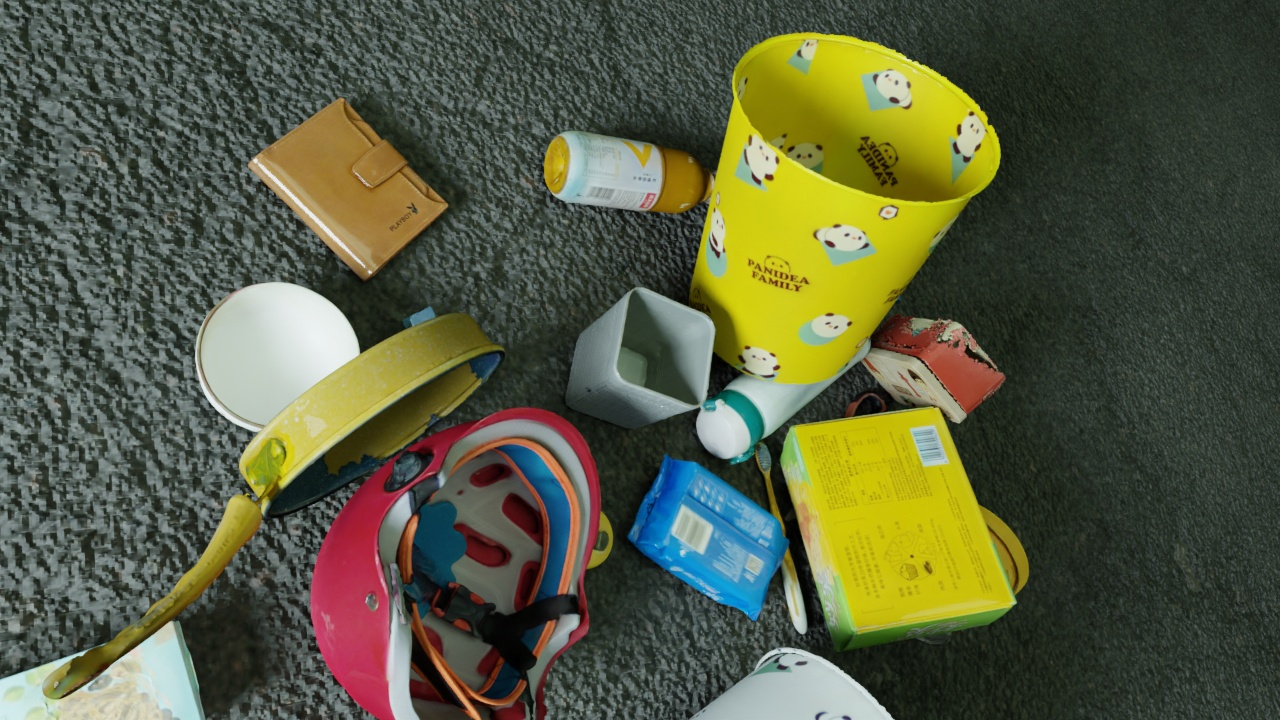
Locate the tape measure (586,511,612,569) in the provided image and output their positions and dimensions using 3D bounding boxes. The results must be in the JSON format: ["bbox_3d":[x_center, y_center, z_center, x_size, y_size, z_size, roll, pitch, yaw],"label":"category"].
[{"bbox_3d":[-0.051,0.152,0.794,0.057,0.029,0.060,16,66,-27],"label":"tape measure"}]

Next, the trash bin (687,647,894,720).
[{"bbox_3d":[0.066,0.376,0.679,0.251,0.230,0.229,-20,85,-30],"label":"trash bin"}]

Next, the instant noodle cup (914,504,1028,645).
[{"bbox_3d":[0.314,0.222,0.944,0.114,0.119,0.118,-32,91,-27],"label":"instant noodle cup"}]

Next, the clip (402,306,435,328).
[{"bbox_3d":[-0.178,-0.016,0.780,0.027,0.045,0.058,-29,99,-38],"label":"clip"}]

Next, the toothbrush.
[{"bbox_3d":[0.140,0.174,0.908,0.016,0.018,0.191,-10,78,-6],"label":"toothbrush"}]

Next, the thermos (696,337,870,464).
[{"bbox_3d":[0.146,0.025,0.936,0.223,0.073,0.073,-34,92,-35],"label":"thermos"}]

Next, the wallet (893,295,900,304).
[{"bbox_3d":[0.263,-0.137,1.079,0.106,0.040,0.133,15,66,-36],"label":"wallet"}]

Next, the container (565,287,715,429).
[{"bbox_3d":[-0.005,0.005,0.820,0.090,0.115,0.090,22,64,-24],"label":"container"}]

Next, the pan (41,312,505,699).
[{"bbox_3d":[-0.216,0.078,0.585,0.078,0.198,0.356,53,37,4],"label":"pan"}]

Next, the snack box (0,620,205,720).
[{"bbox_3d":[-0.368,0.226,0.561,0.174,0.052,0.074,-15,83,-35],"label":"snack box"}]

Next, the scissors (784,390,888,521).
[{"bbox_3d":[0.233,0.122,0.985,0.226,0.015,0.188,5,71,-30],"label":"scissors"}]

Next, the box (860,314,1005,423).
[{"bbox_3d":[0.305,-0.002,0.969,0.080,0.168,0.091,-43,99,-2],"label":"box"}]

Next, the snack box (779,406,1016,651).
[{"bbox_3d":[0.237,0.157,0.877,0.157,0.070,0.209,-7,59,-7],"label":"snack box"}]

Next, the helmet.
[{"bbox_3d":[-0.139,0.149,0.666,0.207,0.144,0.239,54,46,-38],"label":"helmet"}]

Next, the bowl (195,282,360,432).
[{"bbox_3d":[-0.275,0.004,0.688,0.113,0.062,0.113,11,69,-30],"label":"bowl"}]

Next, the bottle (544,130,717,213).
[{"bbox_3d":[-0.001,-0.184,0.916,0.189,0.068,0.068,1,73,-31],"label":"bottle"}]

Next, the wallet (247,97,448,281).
[{"bbox_3d":[-0.244,-0.146,0.780,0.132,0.031,0.107,47,58,-11],"label":"wallet"}]

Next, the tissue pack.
[{"bbox_3d":[0.065,0.163,0.846,0.157,0.052,0.094,36,61,-16],"label":"tissue pack"}]

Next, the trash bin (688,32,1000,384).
[{"bbox_3d":[0.163,-0.126,0.849,0.229,0.256,0.229,7,49,-8],"label":"trash bin"}]
